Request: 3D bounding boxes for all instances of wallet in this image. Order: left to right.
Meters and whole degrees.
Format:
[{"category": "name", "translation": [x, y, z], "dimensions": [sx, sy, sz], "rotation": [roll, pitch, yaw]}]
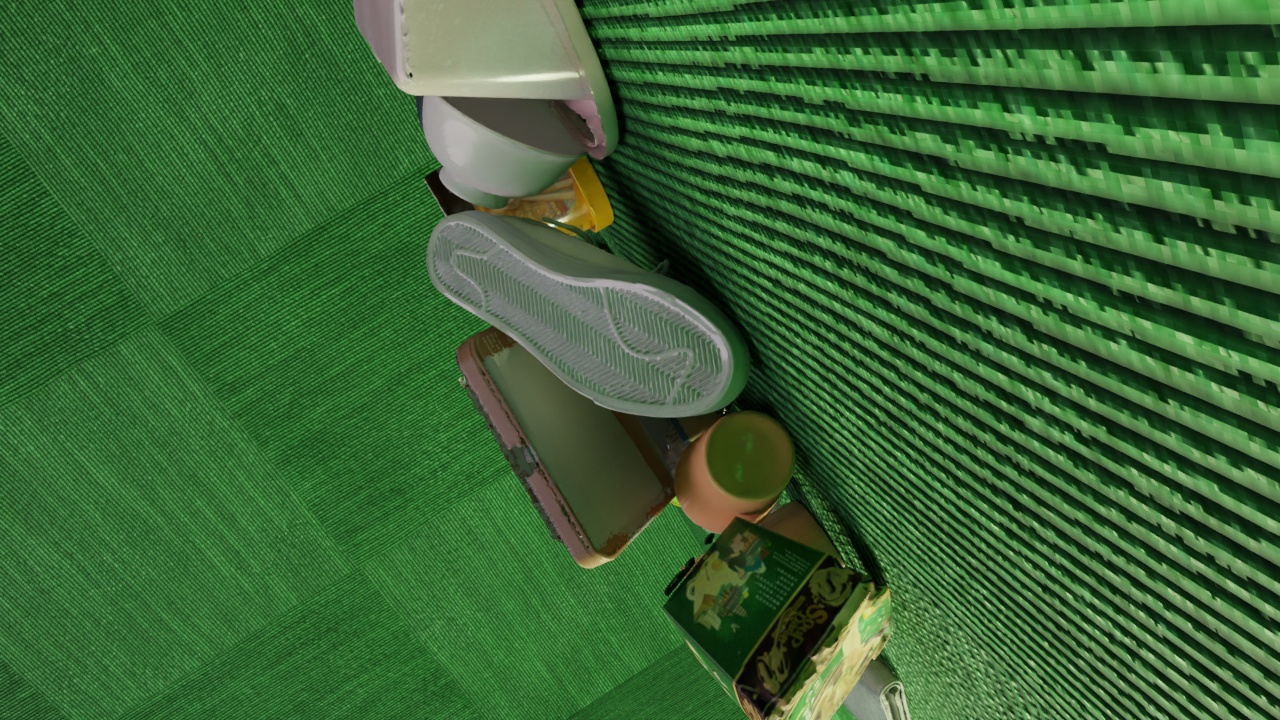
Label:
[{"category": "wallet", "translation": [0.191, 0.275, 0.802], "dimensions": [0.130, 0.037, 0.107], "rotation": [41, 156, 59]}]

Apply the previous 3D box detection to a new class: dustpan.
[{"category": "dustpan", "translation": [-0.084, -0.247, 0.501], "dimensions": [0.222, 0.138, 0.274], "rotation": [-124, 33, -51]}]

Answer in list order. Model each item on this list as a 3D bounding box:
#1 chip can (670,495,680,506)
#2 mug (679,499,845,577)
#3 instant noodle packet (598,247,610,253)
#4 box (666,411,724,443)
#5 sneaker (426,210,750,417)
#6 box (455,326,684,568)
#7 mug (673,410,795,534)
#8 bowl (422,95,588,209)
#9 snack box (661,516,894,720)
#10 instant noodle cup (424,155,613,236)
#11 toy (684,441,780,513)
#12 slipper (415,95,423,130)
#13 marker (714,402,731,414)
[{"category": "chip can", "translation": [0.057, 0.135, 1.088], "dimensions": [0.072, 0.072, 0.221], "rotation": [58, 175, 9]}, {"category": "mug", "translation": [0.103, 0.177, 0.676], "dimensions": [0.124, 0.103, 0.084], "rotation": [54, 174, 45]}, {"category": "instant noodle packet", "translation": [-0.027, -0.055, 0.919], "dimensions": [0.128, 0.044, 0.111], "rotation": [57, 174, -13]}, {"category": "box", "translation": [-0.005, 0.005, 0.815], "dimensions": [0.184, 0.059, 0.090], "rotation": [56, 148, 3]}, {"category": "sneaker", "translation": [-0.027, -0.034, 0.605], "dimensions": [0.242, 0.090, 0.090], "rotation": [27, -160, 27]}, {"category": "box", "translation": [-0.076, 0.065, 0.730], "dimensions": [0.180, 0.157, 0.226], "rotation": [59, -150, -1]}, {"category": "mug", "translation": [0.066, 0.075, 0.625], "dimensions": [0.078, 0.078, 0.123], "rotation": [57, 170, 11]}, {"category": "bowl", "translation": [-0.100, -0.142, 0.614], "dimensions": [0.118, 0.065, 0.118], "rotation": [23, -152, -13]}, {"category": "snack box", "translation": [0.084, 0.171, 0.588], "dimensions": [0.106, 0.118, 0.117], "rotation": [32, 160, 34]}, {"category": "instant noodle cup", "translation": [-0.099, -0.133, 0.734], "dimensions": [0.118, 0.114, 0.118], "rotation": [58, 176, 6]}, {"category": "toy", "translation": [0.084, 0.110, 0.754], "dimensions": [0.108, 0.039, 0.083], "rotation": [35, -161, -50]}, {"category": "slipper", "translation": [-0.172, -0.255, 0.861], "dimensions": [0.252, 0.095, 0.105], "rotation": [61, 179, 14]}, {"category": "marker", "translation": [0.043, -0.003, 0.670], "dimensions": [0.022, 0.018, 0.131], "rotation": [37, 163, 39]}]
